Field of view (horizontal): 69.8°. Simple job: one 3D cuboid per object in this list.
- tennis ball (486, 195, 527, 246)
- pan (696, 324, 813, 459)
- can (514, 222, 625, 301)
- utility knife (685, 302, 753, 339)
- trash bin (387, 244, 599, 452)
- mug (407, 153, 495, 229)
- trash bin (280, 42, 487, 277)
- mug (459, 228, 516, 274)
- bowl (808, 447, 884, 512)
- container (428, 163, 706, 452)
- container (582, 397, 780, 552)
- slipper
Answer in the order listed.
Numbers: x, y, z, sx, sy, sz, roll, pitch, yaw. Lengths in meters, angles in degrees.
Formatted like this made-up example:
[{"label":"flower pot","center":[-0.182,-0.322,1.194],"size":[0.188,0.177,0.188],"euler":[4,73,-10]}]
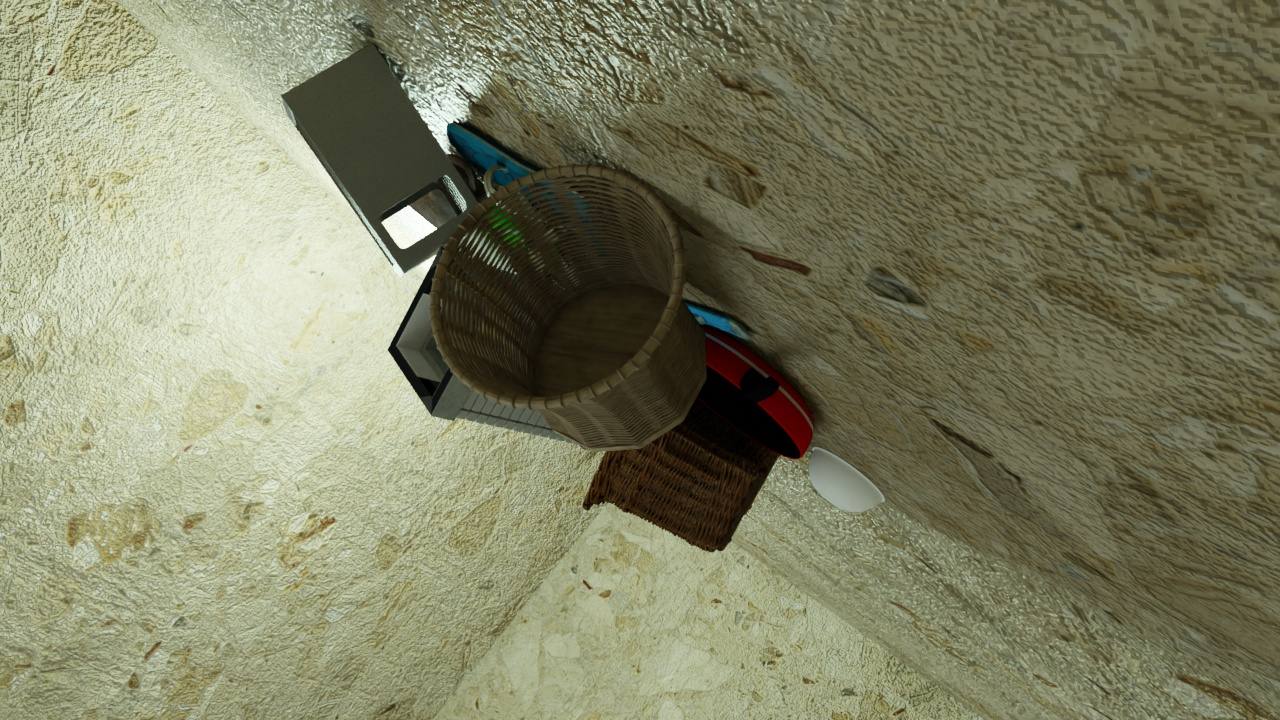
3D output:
[{"label":"tennis ball","center":[-0.162,-0.173,1.129],"size":[0.065,0.065,0.065],"euler":[38,171,7]},{"label":"pan","center":[0.115,0.027,0.984],"size":[0.209,0.067,0.356],"euler":[39,171,1]},{"label":"can","center":[-0.071,-0.099,1.062],"size":[0.144,0.083,0.083],"euler":[36,170,21]},{"label":"utility knife","center":[0.058,-0.051,1.005],"size":[0.031,0.015,0.196],"euler":[50,168,-30]},{"label":"trash bin","center":[-0.137,-0.008,1.086],"size":[0.246,0.142,0.142],"euler":[18,-161,-43]},{"label":"mug","center":[-0.248,-0.223,1.200],"size":[0.110,0.096,0.123],"euler":[34,139,9]},{"label":"trash bin","center":[-0.296,-0.226,1.070],"size":[0.229,0.114,0.114],"euler":[57,167,-11]},{"label":"mug","center":[-0.192,-0.141,1.192],"size":[0.068,0.094,0.115],"euler":[53,-150,9]},{"label":"bowl","center":[0.252,0.161,1.167],"size":[0.110,0.040,0.110],"euler":[38,171,7]},{"label":"container","center":[-0.047,-0.032,0.850],"size":[0.227,0.226,0.196],"euler":[35,171,26]},{"label":"container","center":[0.069,0.134,1.196],"size":[0.183,0.162,0.249],"euler":[29,-164,12]},{"label":"slipper","center":[-0.118,-0.170,0.997],"size":[0.295,0.060,0.118],"euler":[35,173,27]}]
